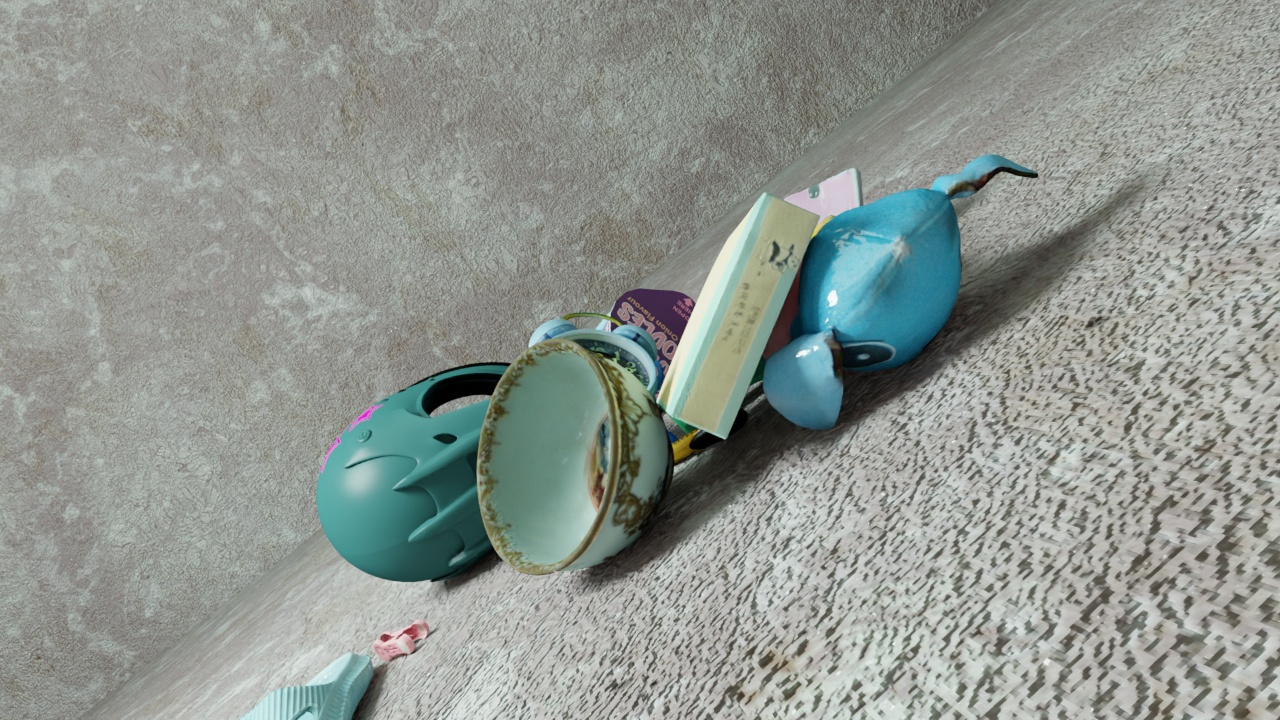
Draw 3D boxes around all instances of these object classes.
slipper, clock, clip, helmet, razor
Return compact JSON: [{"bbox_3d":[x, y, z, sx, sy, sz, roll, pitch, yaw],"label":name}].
[{"bbox_3d":[-0.266,0.276,0.667,0.116,0.069,0.276,-34,7,2],"label":"slipper"},{"bbox_3d":[-0.041,0.015,0.783,0.161,0.118,0.060,-99,16,-49],"label":"clock"},{"bbox_3d":[-0.205,0.241,0.775,0.060,0.023,0.045,-30,7,12],"label":"clip"},{"bbox_3d":[-0.180,0.106,0.887,0.275,0.176,0.200,-28,22,4],"label":"helmet"},{"bbox_3d":[0.029,0.068,0.719,0.144,0.021,0.043,-33,-5,40],"label":"razor"}]

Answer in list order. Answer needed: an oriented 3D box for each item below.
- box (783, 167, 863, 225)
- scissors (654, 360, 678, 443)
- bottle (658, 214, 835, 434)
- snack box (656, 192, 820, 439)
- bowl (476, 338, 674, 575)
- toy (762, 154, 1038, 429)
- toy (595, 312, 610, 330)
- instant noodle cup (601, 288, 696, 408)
[{"bbox_3d":[0.137,-0.112,0.894,0.106,0.115,0.232,-11,5,-5],"label":"box"},{"bbox_3d":[-0.014,0.051,0.822,0.123,0.016,0.125,-18,48,29],"label":"scissors"},{"bbox_3d":[0.103,-0.023,0.746,0.210,0.068,0.068,-44,7,1],"label":"bottle"},{"bbox_3d":[0.058,-0.026,0.622,0.193,0.044,0.141,172,121,-89],"label":"snack box"},{"bbox_3d":[-0.033,0.070,0.640,0.093,0.159,0.160,10,-28,-39],"label":"bowl"},{"bbox_3d":[0.149,-0.054,0.606,0.224,0.099,0.191,-50,4,-7],"label":"toy"},{"bbox_3d":[-0.015,-0.007,1.102,0.181,0.115,0.183,-24,21,14],"label":"toy"},{"bbox_3d":[-0.006,0.006,0.950,0.122,0.122,0.136,-43,10,45],"label":"instant noodle cup"}]
